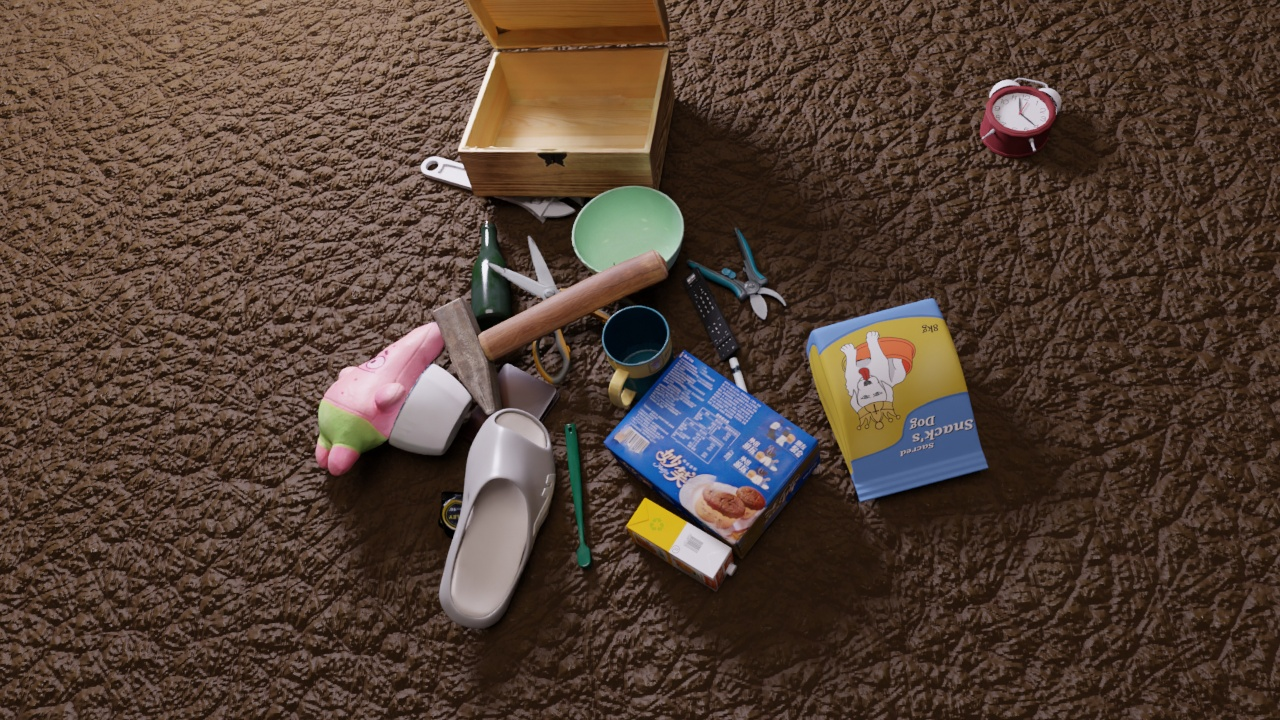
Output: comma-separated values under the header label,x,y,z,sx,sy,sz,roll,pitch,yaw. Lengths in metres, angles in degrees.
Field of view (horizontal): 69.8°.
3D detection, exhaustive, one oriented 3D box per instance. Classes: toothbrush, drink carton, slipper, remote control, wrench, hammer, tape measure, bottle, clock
label,x,y,z,sx,sy,sz,roll,pitch,yaw
toothbrush,0.141,0.076,1.136,0.017,0.012,0.186,-8,60,-10
drink carton,0.049,0.212,1.049,0.122,0.059,0.040,27,69,21
slipper,-0.160,0.175,1.070,0.113,0.081,0.265,22,64,-14
remote control,0.092,-0.062,1.212,0.030,0.009,0.140,-42,56,29
wrench,-0.209,-0.270,1.377,0.273,0.018,0.086,20,67,20
hammer,-0.101,-0.056,1.168,0.301,0.037,0.158,-26,76,5
tape measure,-0.214,0.190,1.117,0.061,0.034,0.061,4,55,-4
bottle,-0.209,-0.122,1.275,0.055,0.055,0.174,-9,60,4
toothbrush,-0.076,0.164,1.122,0.016,0.017,0.189,-11,59,3
clock,0.528,-0.342,1.278,0.096,0.048,0.137,19,68,18

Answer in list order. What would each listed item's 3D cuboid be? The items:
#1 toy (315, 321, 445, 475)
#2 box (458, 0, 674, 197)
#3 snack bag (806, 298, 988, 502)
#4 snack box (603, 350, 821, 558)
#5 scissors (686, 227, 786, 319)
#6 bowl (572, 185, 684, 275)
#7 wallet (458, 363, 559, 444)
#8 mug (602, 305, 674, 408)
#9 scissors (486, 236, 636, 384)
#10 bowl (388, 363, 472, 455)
label,x,y,z,sx,sy,sz,roll,pitch,yaw
toy,-0.335,0.040,1.177,0.192,0.097,0.236,8,56,54
box,-0.108,-0.435,1.272,0.279,0.324,0.283,1,53,12
snack bag,0.300,0.049,1.082,0.159,0.102,0.205,-15,72,1
snack box,0.085,0.108,1.084,0.203,0.069,0.155,35,76,27
scissors,0.136,-0.122,1.240,0.154,0.019,0.124,19,68,16
bowl,-0.013,-0.156,1.248,0.151,0.077,0.150,-4,61,7
wallet,-0.168,0.070,1.188,0.091,0.018,0.115,26,72,21
mug,-0.007,0.007,1.143,0.083,0.107,0.113,20,66,17
scissors,-0.115,-0.066,1.223,0.225,0.016,0.216,23,66,4
bowl,-0.259,0.068,1.152,0.065,0.116,0.116,27,67,-2
